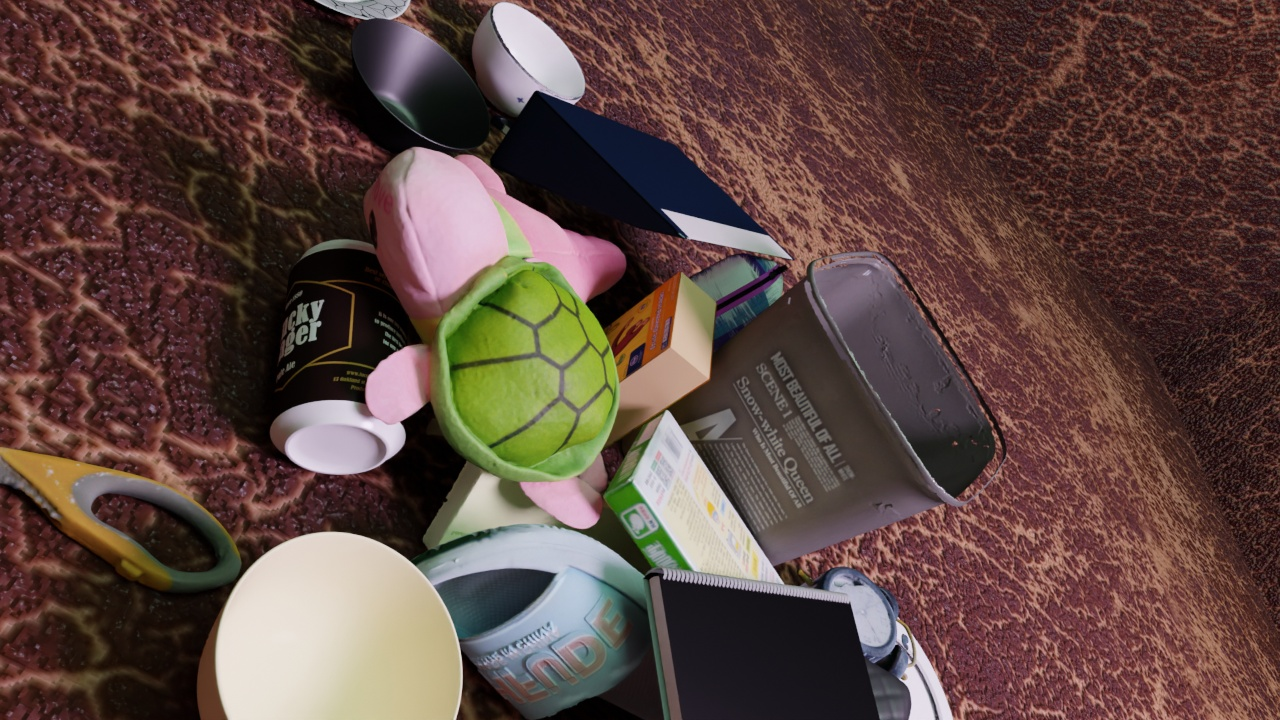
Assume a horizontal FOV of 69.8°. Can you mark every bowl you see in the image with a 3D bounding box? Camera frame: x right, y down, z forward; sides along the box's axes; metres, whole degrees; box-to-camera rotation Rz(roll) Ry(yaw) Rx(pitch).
[{"bbox_3d":[-0.113,-0.272,0.866,0.113,0.063,0.113,34,36,-29],"label":"bowl"},{"bbox_3d":[-0.152,0.148,0.423,0.118,0.074,0.117,32,39,-31],"label":"bowl"},{"bbox_3d":[-0.184,-0.201,0.720,0.124,0.053,0.123,32,39,-31],"label":"bowl"}]

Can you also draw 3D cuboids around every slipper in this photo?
[{"bbox_3d":[-0.030,0.172,0.538,0.245,0.104,0.074,39,33,-31],"label":"slipper"}]

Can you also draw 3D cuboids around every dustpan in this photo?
[{"bbox_3d":[-0.025,-0.154,0.791,0.273,0.080,0.235,48,22,19],"label":"dustpan"}]

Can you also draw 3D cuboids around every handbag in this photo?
[{"bbox_3d":[0.101,0.273,0.640,0.125,0.115,0.153,37,45,3],"label":"handbag"},{"bbox_3d":[0.066,-0.053,0.848,0.068,0.144,0.170,60,6,-5],"label":"handbag"}]

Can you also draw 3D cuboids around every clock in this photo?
[{"bbox_3d":[0.184,0.229,0.787,0.129,0.052,0.090,26,39,-21],"label":"clock"}]

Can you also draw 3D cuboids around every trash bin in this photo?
[{"bbox_3d":[0.127,0.056,0.727,0.197,0.221,0.197,-15,73,-56],"label":"trash bin"}]

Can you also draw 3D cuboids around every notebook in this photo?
[{"bbox_3d":[0.083,0.202,0.532,0.206,0.016,0.148,21,50,-45],"label":"notebook"}]

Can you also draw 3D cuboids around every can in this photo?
[{"bbox_3d":[-0.173,-0.003,0.537,0.072,0.072,0.128,24,43,-38],"label":"can"}]

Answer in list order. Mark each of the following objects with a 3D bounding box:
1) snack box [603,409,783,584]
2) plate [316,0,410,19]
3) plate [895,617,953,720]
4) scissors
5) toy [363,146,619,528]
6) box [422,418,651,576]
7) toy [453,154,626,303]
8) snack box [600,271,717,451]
[{"bbox_3d":[0.044,0.125,0.605,0.168,0.027,0.131,56,17,-7],"label":"snack box"},{"bbox_3d":[-0.280,-0.358,0.775,0.188,0.016,0.188,32,39,-31],"label":"plate"},{"bbox_3d":[0.231,0.305,0.825,0.208,0.015,0.208,32,39,-31],"label":"plate"},{"bbox_3d":[-0.285,0.064,0.384,0.225,0.016,0.224,39,35,-22],"label":"scissors"},{"bbox_3d":[-0.079,-0.012,0.540,0.189,0.088,0.238,-43,109,-48],"label":"toy"},{"bbox_3d":[-0.057,0.109,0.612,0.188,0.092,0.083,25,78,-36],"label":"box"},{"bbox_3d":[-0.091,-0.067,0.678,0.236,0.097,0.192,-12,83,-56],"label":"toy"},{"bbox_3d":[-0.004,0.004,0.695,0.040,0.126,0.088,39,36,-23],"label":"snack box"}]
